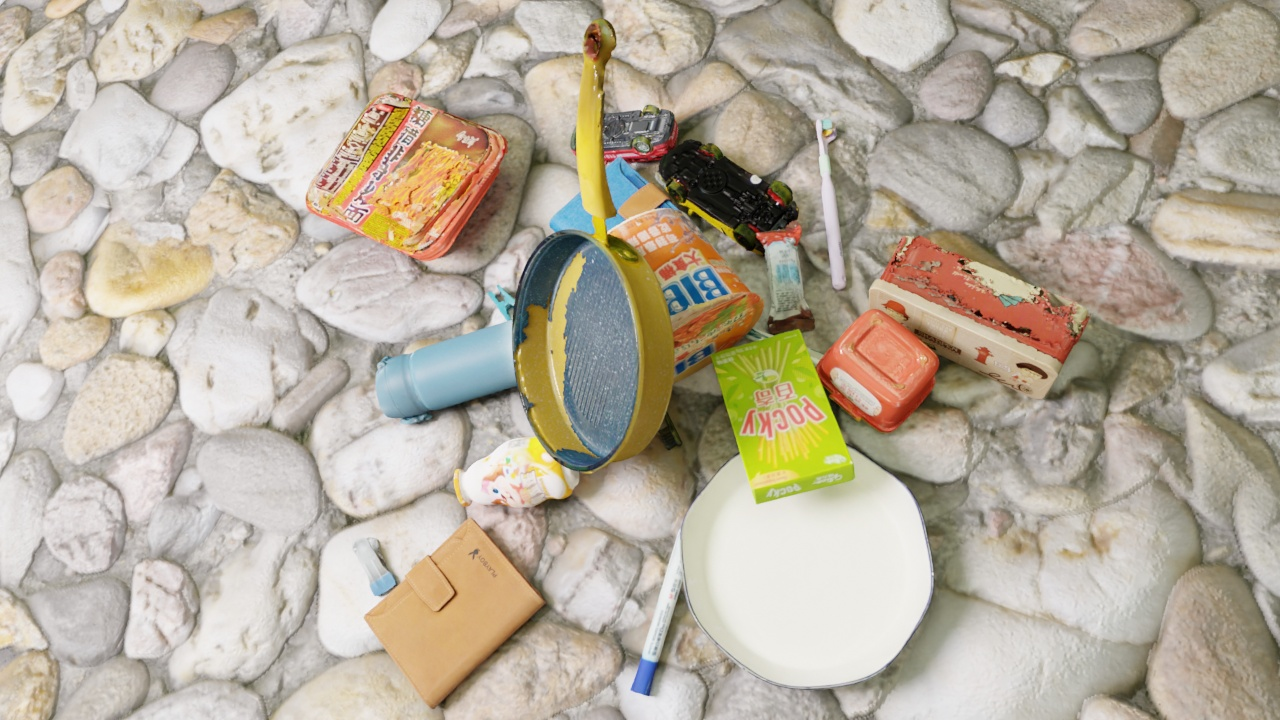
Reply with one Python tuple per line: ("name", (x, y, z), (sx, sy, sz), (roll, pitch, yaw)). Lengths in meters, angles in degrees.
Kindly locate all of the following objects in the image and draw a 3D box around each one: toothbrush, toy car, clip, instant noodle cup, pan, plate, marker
("toothbrush", (0.190, -0.155, 0.905), (0.021, 0.029, 0.189), (-25, 58, 46))
("toy car", (-0.017, -0.233, 0.965), (0.121, 0.045, 0.052), (5, 65, 27))
("clip", (-0.135, -0.054, 0.931), (0.041, 0.014, 0.056), (-41, 65, -8))
("clip", (-0.246, 0.189, 0.849), (0.024, 0.028, 0.056), (-32, 74, -1))
("instant noodle cup", (-0.238, -0.186, 0.972), (0.189, 0.079, 0.164), (25, 74, 21))
("toy car", (0.087, -0.165, 0.916), (0.156, 0.041, 0.071), (36, 78, 17))
("toothbrush", (0.095, -0.027, 0.872), (0.192, 0.018, 0.016), (23, 73, 17))
("pan", (-0.040, -0.076, 0.711), (0.078, 0.358, 0.198), (-6, 33, -36))
("toothbrush", (-0.005, 0.005, 0.879), (0.017, 0.012, 0.185), (-31, 64, 9))
("instant noodle cup", (0.018, -0.056, 0.817), (0.151, 0.151, 0.111), (-30, 71, -2))
("plate", (0.136, 0.166, 0.763), (0.205, 0.045, 0.204), (-4, 65, 9))
("marker", (0.021, 0.211, 0.782), (0.017, 0.017, 0.145), (13, 70, 16))

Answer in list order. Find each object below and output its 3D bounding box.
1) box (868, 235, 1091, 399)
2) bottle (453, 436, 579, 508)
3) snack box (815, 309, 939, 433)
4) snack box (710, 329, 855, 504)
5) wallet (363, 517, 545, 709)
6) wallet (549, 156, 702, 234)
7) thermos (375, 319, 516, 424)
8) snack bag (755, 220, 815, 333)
("box", (0.292, -0.045, 0.796), (0.168, 0.091, 0.078), (28, 78, 21))
("bottle", (-0.112, 0.103, 0.831), (0.108, 0.063, 0.063), (-15, 65, 5))
("snack box", (0.205, 0.007, 0.792), (0.091, 0.080, 0.082), (42, 81, 15))
("snack box", (0.119, 0.045, 0.788), (0.086, 0.026, 0.156), (-15, 47, 4))
("wallet", (-0.165, 0.220, 0.810), (0.131, 0.031, 0.108), (-42, 67, -9))
("wallet", (-0.015, -0.132, 0.928), (0.106, 0.040, 0.133), (-42, 67, -3))
("thermos", (-0.146, 0.002, 0.883), (0.220, 0.070, 0.070), (-18, 65, 5))
("snack bag", (0.136, -0.078, 0.864), (0.045, 0.026, 0.105), (-8, 89, 1))
